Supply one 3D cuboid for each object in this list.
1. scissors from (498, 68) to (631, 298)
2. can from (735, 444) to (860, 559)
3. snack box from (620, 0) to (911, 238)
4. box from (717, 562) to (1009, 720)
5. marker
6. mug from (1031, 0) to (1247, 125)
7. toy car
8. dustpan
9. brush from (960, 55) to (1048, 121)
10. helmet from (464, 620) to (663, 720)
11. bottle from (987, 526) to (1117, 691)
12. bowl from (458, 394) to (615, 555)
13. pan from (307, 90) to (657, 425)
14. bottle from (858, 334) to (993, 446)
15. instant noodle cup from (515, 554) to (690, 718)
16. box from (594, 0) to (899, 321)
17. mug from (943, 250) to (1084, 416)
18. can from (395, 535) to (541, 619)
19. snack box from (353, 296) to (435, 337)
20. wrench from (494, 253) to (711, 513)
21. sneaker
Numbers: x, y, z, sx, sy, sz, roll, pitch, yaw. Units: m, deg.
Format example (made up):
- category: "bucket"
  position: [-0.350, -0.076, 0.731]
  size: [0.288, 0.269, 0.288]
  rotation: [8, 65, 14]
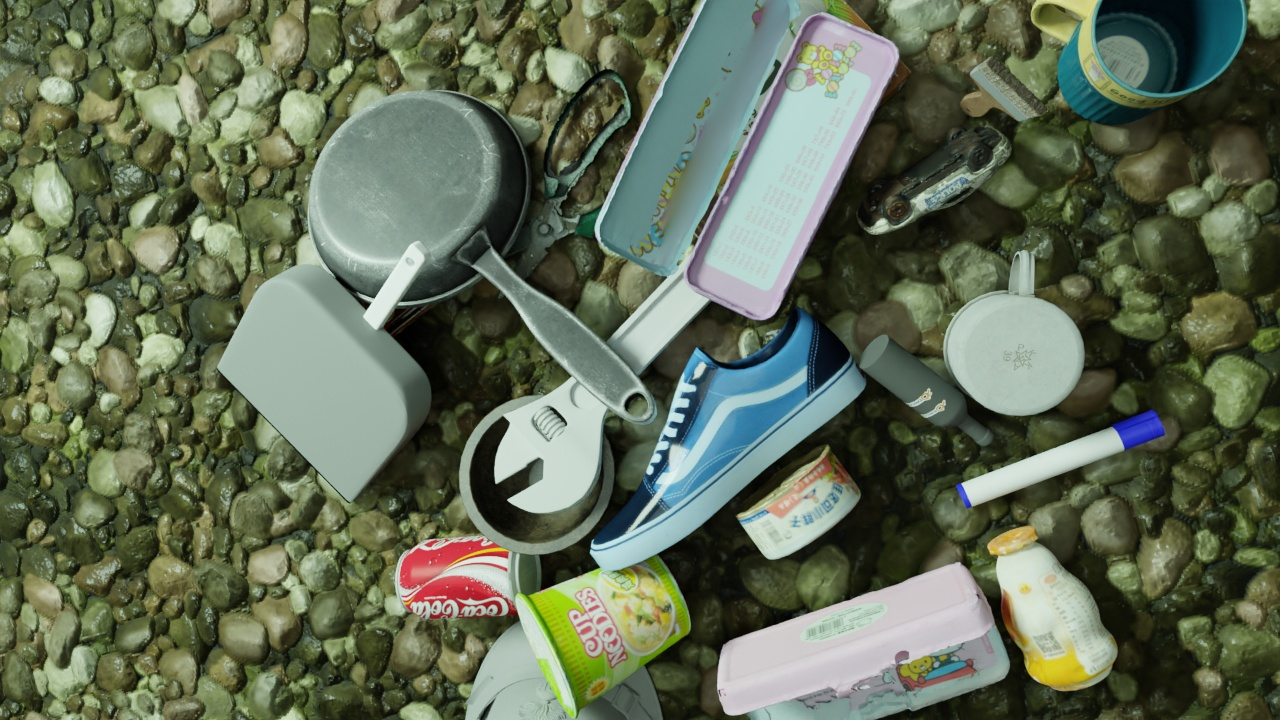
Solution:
- category: "scissors"
  position: [-0.063, -0.141, 0.726]
  size: [0.210, 0.015, 0.146]
  rotation: [-25, 91, 12]
- category: "can"
  position: [0.114, 0.103, 0.667]
  size: [0.086, 0.086, 0.043]
  rotation: [-37, 87, 13]
- category: "snack box"
  position: [0.090, -0.177, 0.670]
  size: [0.186, 0.031, 0.101]
  rotation: [-42, 85, 6]
- category: "box"
  position: [0.165, 0.232, 0.672]
  size: [0.202, 0.086, 0.102]
  rotation: [-24, 101, 13]
- category: "marker"
  position: [0.298, 0.071, 0.657]
  size: [0.142, 0.020, 0.020]
  rotation: [-24, 88, 13]
- category: "mug"
  position: [0.307, -0.208, 0.590]
  size: [0.113, 0.107, 0.083]
  rotation: [30, 102, 9]
- category: "toy car"
  position: [0.207, -0.124, 0.652]
  size: [0.113, 0.048, 0.040]
  rotation: [-32, 118, 14]
- category: "dustpan"
  position: [-0.229, -0.007, 0.713]
  size: [0.163, 0.033, 0.258]
  rotation: [46, 132, -2]
- category: "brush"
  position: [0.224, -0.170, 0.593]
  size: [0.045, 0.143, 0.008]
  rotation: [43, 103, -2]
- category: "helmet"
  position: [-0.075, 0.343, 0.711]
  size: [0.183, 0.117, 0.271]
  rotation: [2, 93, 13]
- category: "bottle"
  position: [0.285, 0.173, 0.646]
  size: [0.063, 0.063, 0.109]
  rotation: [-27, 85, 13]
- category: "bowl"
  position: [-0.076, 0.091, 0.722]
  size: [0.121, 0.056, 0.121]
  rotation: [-2, 78, 8]
- category: "pan"
  position: [-0.119, -0.077, 0.696]
  size: [0.357, 0.055, 0.187]
  rotation: [43, 86, 19]
- category: "bottle"
  position: [0.209, 0.026, 0.659]
  size: [0.113, 0.030, 0.030]
  rotation: [36, 101, -11]
- category: "instant noodle cup"
  position: [-0.025, 0.197, 0.690]
  size: [0.107, 0.099, 0.099]
  rotation: [-23, 88, -19]
- category: "box"
  position: [0.072, -0.148, 0.630]
  size: [0.150, 0.049, 0.214]
  rotation: [25, 94, -13]
- category: "mug"
  position: [0.259, -0.020, 0.634]
  size: [0.084, 0.070, 0.113]
  rotation: [8, 97, 12]
- category: "can"
  position: [-0.138, 0.175, 0.741]
  size: [0.105, 0.064, 0.064]
  rotation: [-7, 92, 13]
- category: "snack box"
  position: [-0.222, -0.043, 0.761]
  size: [0.141, 0.031, 0.051]
  rotation: [-36, 86, 13]
- category: "wrench"
  position: [-0.004, 0.004, 0.689]
  size: [0.273, 0.018, 0.086]
  rotation: [-45, 76, -2]
- category: "sneaker"
  position: [0.043, 0.050, 0.677]
  size: [0.241, 0.083, 0.098]
  rotation: [-40, 97, 4]
